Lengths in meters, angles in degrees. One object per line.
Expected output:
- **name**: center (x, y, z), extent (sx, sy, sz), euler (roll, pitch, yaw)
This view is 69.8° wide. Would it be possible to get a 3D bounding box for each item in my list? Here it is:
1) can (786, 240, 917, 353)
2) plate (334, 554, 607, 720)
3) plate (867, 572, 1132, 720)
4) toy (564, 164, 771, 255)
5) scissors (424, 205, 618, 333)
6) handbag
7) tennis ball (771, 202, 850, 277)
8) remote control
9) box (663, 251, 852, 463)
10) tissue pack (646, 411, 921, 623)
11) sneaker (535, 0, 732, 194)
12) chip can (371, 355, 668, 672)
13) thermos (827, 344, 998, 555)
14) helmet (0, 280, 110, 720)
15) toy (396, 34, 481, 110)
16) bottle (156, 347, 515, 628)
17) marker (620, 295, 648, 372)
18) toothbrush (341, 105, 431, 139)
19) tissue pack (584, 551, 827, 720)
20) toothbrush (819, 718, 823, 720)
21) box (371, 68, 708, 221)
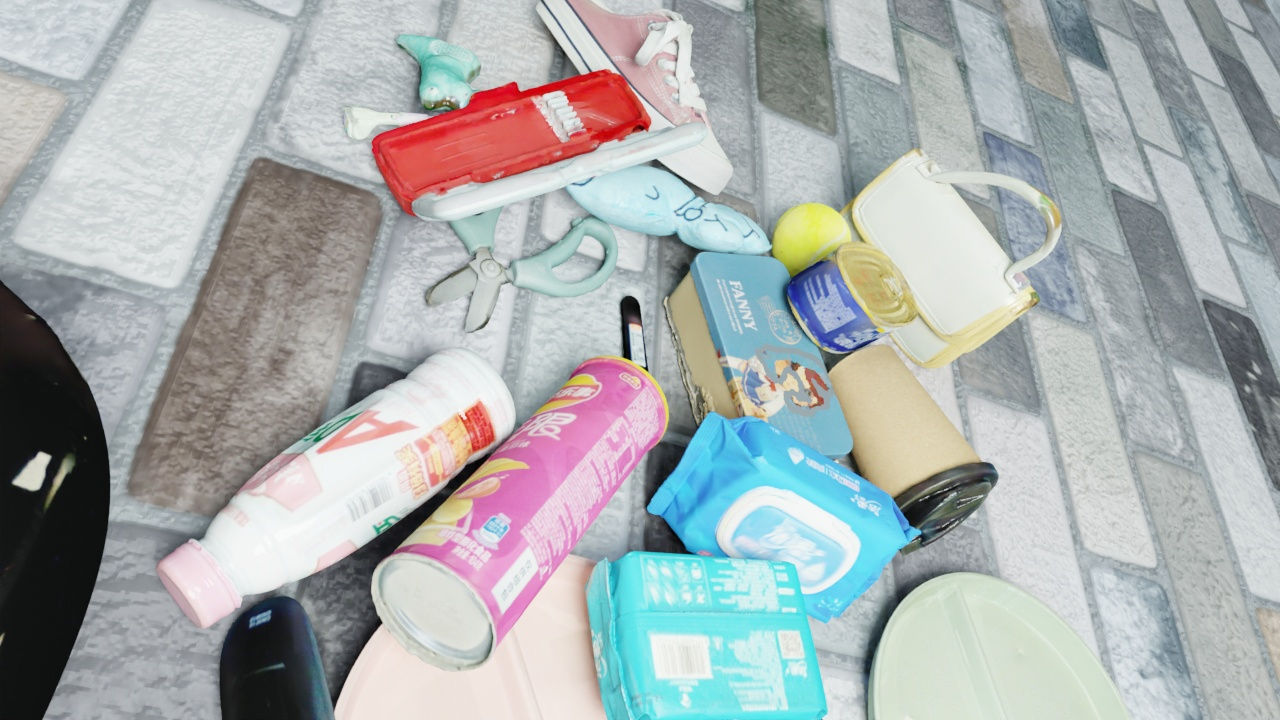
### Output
- **can**: center (0.165, -0.048, 0.703), extent (0.147, 0.049, 0.074), euler (-11, 72, -59)
- **plate**: center (-0.048, 0.213, 0.479), extent (0.229, 0.028, 0.229), euler (14, 54, -21)
- **plate**: center (0.246, 0.256, 0.613), extent (0.230, 0.028, 0.229), euler (14, 54, -21)
- **toy**: center (0.016, -0.121, 0.709), extent (0.156, 0.050, 0.161), euler (31, 22, 28)
- **scissors**: center (-0.104, -0.092, 0.660), extent (0.176, 0.019, 0.172), euler (-31, 79, -38)
- **handbag**: center (0.249, -0.095, 0.751), extent (0.063, 0.179, 0.163), euler (-25, 75, -33)
- **tennis ball**: center (0.143, -0.099, 0.768), extent (0.065, 0.066, 0.065), euler (14, 54, -20)
- **remote control**: center (-0.167, 0.173, 0.424), extent (0.053, 0.024, 0.136), euler (-27, 62, 1)
- **box**: center (0.080, 0.002, 0.670), extent (0.089, 0.063, 0.184), euler (-1, 62, -30)
- **tissue pack**: center (0.088, 0.101, 0.582), extent (0.157, 0.095, 0.052), euler (30, 28, -7)
- **sneaker**: center (0.008, -0.245, 0.763), extent (0.241, 0.088, 0.118), euler (54, 21, 16)
- **chip can**: center (-0.057, 0.073, 0.510), extent (0.071, 0.072, 0.209), euler (41, 37, 1)
- **thermos**: center (0.194, 0.062, 0.680), extent (0.093, 0.093, 0.143), euler (-3, 53, -31)
- **helmet**: center (-0.314, 0.074, 0.294), extent (0.233, 0.230, 0.274), euler (30, 11, -8)
- **toy**: center (-0.142, -0.214, 0.704), extent (0.096, 0.030, 0.091), euler (11, 44, -17)
- **bottle**: center (-0.158, 0.065, 0.496), extent (0.068, 0.068, 0.196), euler (48, 54, 7)
- **marker**: center (-0.004, 0.004, 0.654), extent (0.018, 0.015, 0.123), euler (13, 52, -23)
- **toothbrush**: center (-0.132, -0.179, 0.702), extent (0.189, 0.020, 0.029), euler (-7, 69, -33)
- **tissue pack**: center (0.039, 0.157, 0.512), extent (0.133, 0.050, 0.093), euler (9, 54, -24)
- **toothbrush**: center (0.133, 0.268, 0.553), extent (0.017, 0.014, 0.189), euler (-26, 74, -28)
- **box**: center (-0.071, -0.145, 0.640), extent (0.200, 0.064, 0.160), euler (-23, 41, -22)
